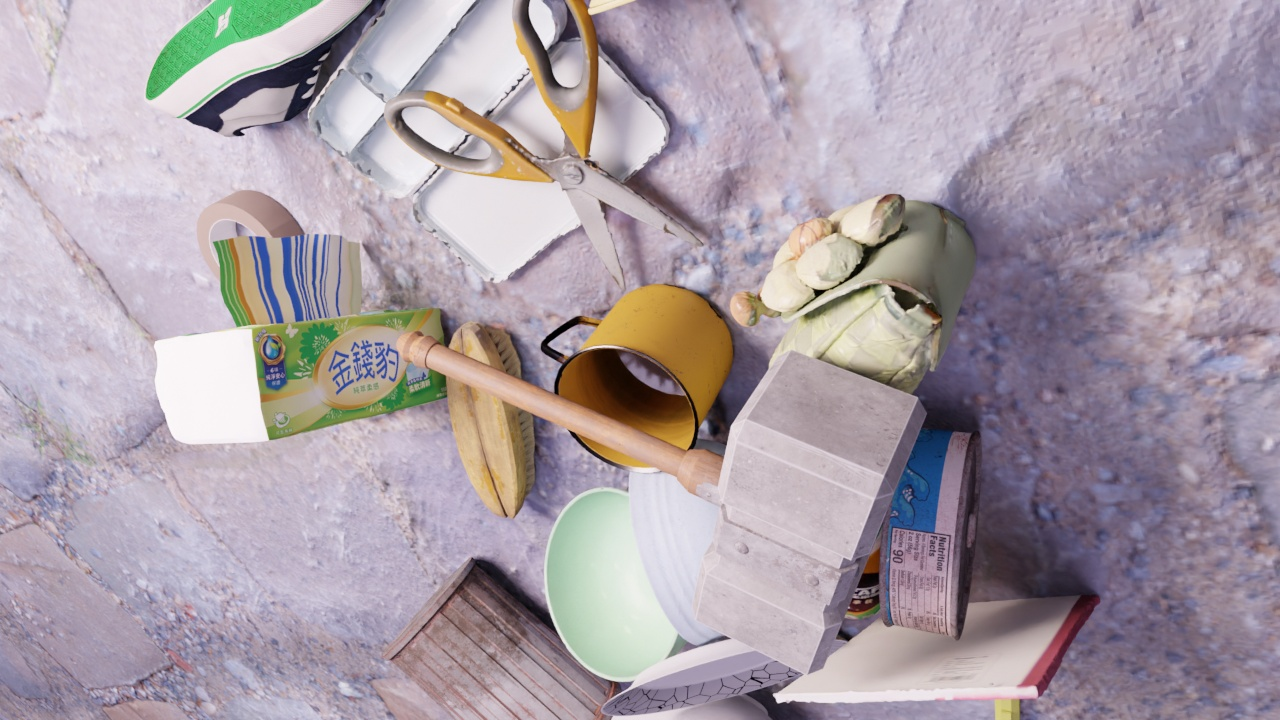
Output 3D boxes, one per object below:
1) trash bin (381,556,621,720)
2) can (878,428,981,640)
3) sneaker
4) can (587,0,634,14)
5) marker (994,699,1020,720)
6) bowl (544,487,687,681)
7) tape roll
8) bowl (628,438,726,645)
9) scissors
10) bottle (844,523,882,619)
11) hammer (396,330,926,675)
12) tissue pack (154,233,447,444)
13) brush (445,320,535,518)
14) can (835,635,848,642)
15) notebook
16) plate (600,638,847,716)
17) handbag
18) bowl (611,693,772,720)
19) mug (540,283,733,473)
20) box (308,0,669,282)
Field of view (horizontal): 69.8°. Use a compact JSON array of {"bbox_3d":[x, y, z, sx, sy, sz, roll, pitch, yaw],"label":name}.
[{"bbox_3d":[-0.126,0.305,0.879,0.211,0.130,0.131,43,130,-3],"label":"trash bin"},{"bbox_3d":[0.186,0.107,0.582,0.044,0.129,0.130,5,123,24],"label":"can"},{"bbox_3d":[-0.240,-0.213,0.624,0.236,0.084,0.079,-12,154,36],"label":"sneaker"},{"bbox_3d":[0.012,-0.247,0.481,0.116,0.056,0.092,-6,117,30],"label":"can"},{"bbox_3d":[0.278,0.242,0.697,0.017,0.021,0.124,1,120,26],"label":"marker"},{"bbox_3d":[-0.002,0.176,0.745,0.151,0.076,0.151,-2,87,42],"label":"bowl"},{"bbox_3d":[-0.326,-0.095,0.775,0.094,0.030,0.094,14,126,19],"label":"tape roll"},{"bbox_3d":[0.059,0.119,0.656,0.075,0.150,0.150,-21,111,19],"label":"bowl"},{"bbox_3d":[-0.050,-0.141,0.577,0.225,0.016,0.217,25,133,-5],"label":"scissors"},{"bbox_3d":[0.148,0.120,0.626,0.059,0.059,0.167,13,146,19],"label":"bottle"},{"bbox_3d":[-0.015,0.044,0.544,0.318,0.082,0.163,22,132,18],"label":"hammer"},{"bbox_3d":[-0.249,-0.024,0.688,0.120,0.197,0.141,-5,95,22],"label":"tissue pack"},{"bbox_3d":[-0.121,0.050,0.759,0.059,0.043,0.196,10,126,23],"label":"brush"},{"bbox_3d":[0.145,0.238,0.751,0.079,0.038,0.038,27,130,8],"label":"can"},{"bbox_3d":[0.199,0.183,0.592,0.153,0.208,0.012,-15,83,34],"label":"notebook"},{"bbox_3d":[0.062,0.230,0.682,0.188,0.016,0.189,-11,152,-6],"label":"plate"},{"bbox_3d":[0.112,-0.017,0.549,0.117,0.113,0.187,35,131,2],"label":"handbag"},{"bbox_3d":[0.065,0.332,0.824,0.177,0.066,0.177,17,149,10],"label":"bowl"},{"bbox_3d":[-0.004,0.003,0.633,0.124,0.093,0.101,27,130,7],"label":"mug"},{"bbox_3d":[-0.105,-0.159,0.611,0.189,0.037,0.209,39,132,-19],"label":"box"}]
